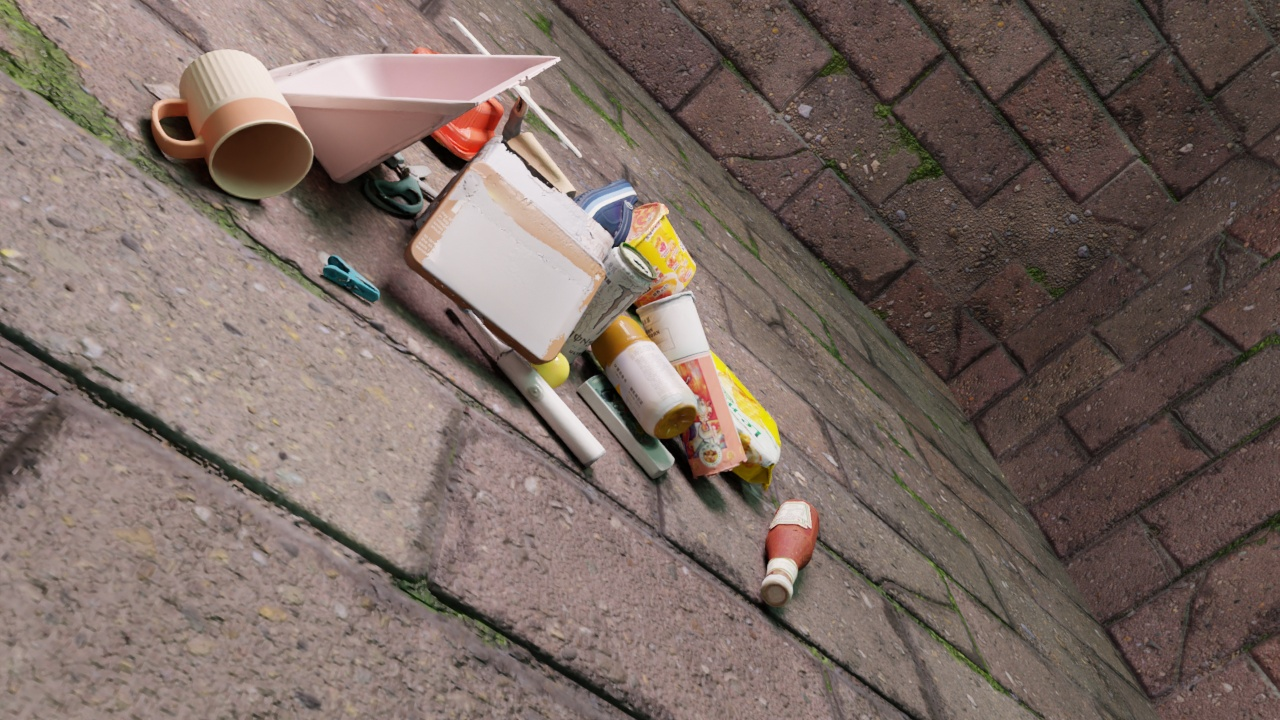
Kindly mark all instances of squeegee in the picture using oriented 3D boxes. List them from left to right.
[{"bbox_3d":[-0.178,-0.361,1.327,0.246,0.039,0.247,47,-11,-5],"label":"squeegee"}]

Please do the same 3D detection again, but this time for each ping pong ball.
[{"bbox_3d":[-0.095,0.009,0.958,0.040,0.040,0.040,40,21,-19],"label":"ping pong ball"}]

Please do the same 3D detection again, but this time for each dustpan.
[{"bbox_3d":[-0.251,-0.287,0.925,0.139,0.274,0.222,60,25,-18],"label":"dustpan"}]

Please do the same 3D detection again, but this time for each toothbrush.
[{"bbox_3d":[-0.116,0.017,0.920,0.221,0.026,0.026,49,-3,4],"label":"toothbrush"}]

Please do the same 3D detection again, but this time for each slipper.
[{"bbox_3d":[-0.066,-0.186,1.290,0.095,0.105,0.252,54,28,-7],"label":"slipper"}]

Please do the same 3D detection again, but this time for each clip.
[{"bbox_3d":[-0.256,-0.071,0.815,0.056,0.015,0.049,35,20,-27],"label":"clip"}]

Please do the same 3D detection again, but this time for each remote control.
[{"bbox_3d":[-0.015,0.073,1.034,0.135,0.019,0.056,49,18,6],"label":"remote control"}]

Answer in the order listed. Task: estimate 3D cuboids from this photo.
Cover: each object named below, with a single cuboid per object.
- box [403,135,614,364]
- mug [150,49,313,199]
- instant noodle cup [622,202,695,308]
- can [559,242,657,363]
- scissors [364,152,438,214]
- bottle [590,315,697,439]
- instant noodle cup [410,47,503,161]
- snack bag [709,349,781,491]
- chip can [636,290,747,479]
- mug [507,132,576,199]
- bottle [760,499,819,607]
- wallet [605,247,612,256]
[{"bbox_3d":[-0.148,-0.097,0.952,0.183,0.157,0.192,41,55,-18],"label":"box"},{"bbox_3d":[-0.354,-0.201,0.782,0.114,0.082,0.106,-14,57,-34],"label":"mug"},{"bbox_3d":[0.008,-0.147,1.351,0.110,0.138,0.137,48,18,-23],"label":"instant noodle cup"},{"bbox_3d":[-0.051,-0.063,1.028,0.058,0.147,0.058,40,21,-19],"label":"can"},{"bbox_3d":[-0.295,-0.228,1.032,0.178,0.019,0.170,44,21,-6],"label":"scissors"},{"bbox_3d":[-0.006,0.006,1.052,0.068,0.068,0.189,22,26,-51],"label":"bottle"},{"bbox_3d":[-0.265,-0.356,1.251,0.189,0.079,0.164,43,16,0],"label":"instant noodle cup"},{"bbox_3d":[0.090,0.055,1.217,0.246,0.068,0.157,46,19,-4],"label":"snack bag"},{"bbox_3d":[0.062,0.030,1.094,0.071,0.071,0.214,-15,85,-68],"label":"chip can"},{"bbox_3d":[-0.158,-0.247,1.260,0.103,0.084,0.124,50,22,3],"label":"mug"},{"bbox_3d":[0.173,0.226,1.078,0.060,0.060,0.205,47,22,0],"label":"bottle"},{"bbox_3d":[-0.091,-0.119,1.143,0.097,0.019,0.120,40,64,-19],"label":"wallet"}]
